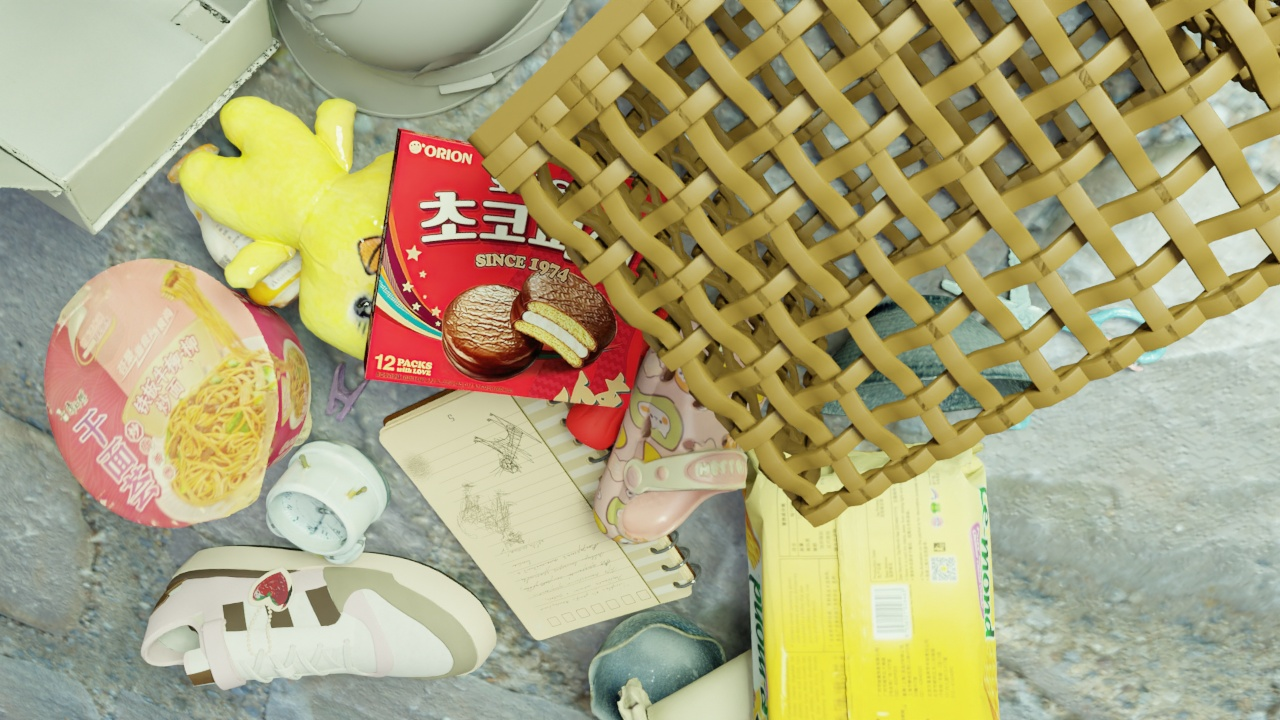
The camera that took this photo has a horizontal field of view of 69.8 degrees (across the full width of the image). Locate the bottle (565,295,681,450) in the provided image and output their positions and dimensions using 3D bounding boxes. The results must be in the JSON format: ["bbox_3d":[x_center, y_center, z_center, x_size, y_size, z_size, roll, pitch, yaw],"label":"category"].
[{"bbox_3d":[-0.004,0.004,0.599,0.036,0.036,0.119,34,105,-7],"label":"bottle"}]

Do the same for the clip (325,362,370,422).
[{"bbox_3d":[-0.222,0.025,0.685,0.032,0.013,0.051,34,124,-5],"label":"clip"}]

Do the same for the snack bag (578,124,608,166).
[{"bbox_3d":[-0.014,-0.096,0.562,0.026,0.020,0.099,-13,116,11],"label":"snack bag"}]

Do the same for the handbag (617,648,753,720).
[{"bbox_3d":[0.121,0.263,0.687,0.229,0.132,0.184,-29,93,0],"label":"handbag"}]

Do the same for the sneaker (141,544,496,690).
[{"bbox_3d":[-0.271,0.227,0.750,0.294,0.116,0.112,7,120,9],"label":"sneaker"}]

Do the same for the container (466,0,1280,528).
[{"bbox_3d":[0.112,-0.117,0.403,0.252,0.219,0.214,-35,106,27],"label":"container"}]

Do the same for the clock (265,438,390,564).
[{"bbox_3d":[-0.247,0.116,0.718,0.083,0.056,0.118,27,129,-3],"label":"clock"}]

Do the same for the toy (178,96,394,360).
[{"bbox_3d":[-0.173,-0.079,0.559,0.207,0.092,0.134,32,90,-14],"label":"toy"}]

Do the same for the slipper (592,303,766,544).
[{"bbox_3d":[0.038,0.058,0.585,0.093,0.081,0.198,1,127,-34],"label":"slipper"}]

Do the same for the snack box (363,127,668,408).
[{"bbox_3d":[-0.070,-0.049,0.522,0.152,0.036,0.133,8,104,-20],"label":"snack box"}]

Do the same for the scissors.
[{"bbox_3d":[0.239,-0.008,0.560,0.135,0.015,0.130,24,121,6],"label":"scissors"}]

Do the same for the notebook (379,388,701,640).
[{"bbox_3d":[-0.074,0.110,0.692,0.168,0.024,0.225,-23,112,25],"label":"notebook"}]

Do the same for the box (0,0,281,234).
[{"bbox_3d":[-0.326,-0.158,0.411,0.167,0.329,0.165,33,106,-5],"label":"box"}]

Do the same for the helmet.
[{"bbox_3d":[-0.126,-0.224,0.458,0.183,0.117,0.272,40,122,-11],"label":"helmet"}]

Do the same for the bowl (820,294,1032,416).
[{"bbox_3d":[0.162,-0.005,0.539,0.137,0.137,0.057,-5,78,16],"label":"bowl"}]

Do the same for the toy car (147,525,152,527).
[{"bbox_3d":[-0.388,0.081,0.744,0.039,0.039,0.113,3,123,-13],"label":"toy car"}]

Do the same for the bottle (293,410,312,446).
[{"bbox_3d":[-0.307,0.047,0.700,0.109,0.044,0.044,-3,118,14],"label":"bottle"}]

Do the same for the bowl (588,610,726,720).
[{"bbox_3d":[0.010,0.234,0.717,0.110,0.055,0.110,-4,117,-8],"label":"bowl"}]

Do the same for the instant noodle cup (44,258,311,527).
[{"bbox_3d":[-0.309,0.020,0.638,0.179,0.077,0.178,1,94,12],"label":"instant noodle cup"}]

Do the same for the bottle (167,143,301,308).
[{"bbox_3d":[-0.256,-0.088,0.600,0.063,0.063,0.109,-33,105,27],"label":"bottle"}]

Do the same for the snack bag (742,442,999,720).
[{"bbox_3d":[0.148,0.171,0.589,0.160,0.068,0.247,-4,86,10],"label":"snack bag"}]
